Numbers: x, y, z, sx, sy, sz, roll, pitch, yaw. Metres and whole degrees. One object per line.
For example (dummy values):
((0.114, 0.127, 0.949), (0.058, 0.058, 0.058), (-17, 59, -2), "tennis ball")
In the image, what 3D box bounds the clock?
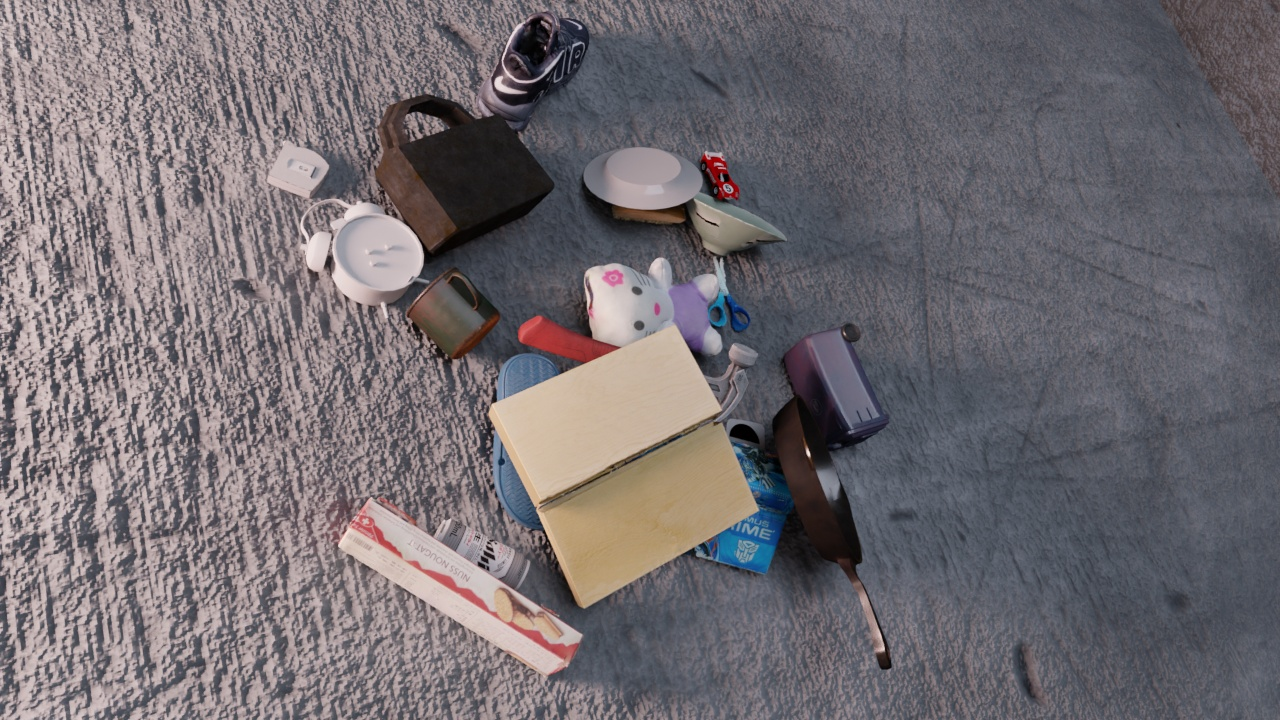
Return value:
((-0.335, -0.134, 1.107), (0.159, 0.061, 0.119), (43, 54, -4), "clock")

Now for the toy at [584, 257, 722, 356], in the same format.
((0.014, -0.068, 1.237), (0.209, 0.086, 0.137), (0, 86, -35), "toy")

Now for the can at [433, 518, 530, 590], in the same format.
((-0.179, 0.217, 1.021), (0.106, 0.044, 0.043), (29, 56, -12), "can")

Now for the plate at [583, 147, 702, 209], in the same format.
((0.004, -0.274, 1.329), (0.173, 0.019, 0.172), (2, 42, -2), "plate")

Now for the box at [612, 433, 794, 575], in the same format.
((0.076, 0.158, 1.155), (0.243, 0.075, 0.166), (18, 62, -14), "box")

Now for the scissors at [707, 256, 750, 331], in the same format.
((0.128, -0.102, 1.366), (0.073, 0.016, 0.134), (9, 57, -18), "scissors")

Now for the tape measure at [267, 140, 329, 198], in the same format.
((-0.423, -0.237, 1.138), (0.062, 0.020, 0.060), (22, 57, -16), "tape measure")

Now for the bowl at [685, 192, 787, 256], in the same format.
((0.126, -0.193, 1.368), (0.174, 0.068, 0.174), (24, 16, -8), "bowl")

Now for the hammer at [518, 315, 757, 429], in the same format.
((-0.007, 0.007, 1.167), (0.315, 0.126, 0.036), (16, 18, -25), "hammer")

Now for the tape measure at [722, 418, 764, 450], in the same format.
((0.141, 0.114, 1.257), (0.065, 0.017, 0.064), (15, 59, -20), "tape measure")

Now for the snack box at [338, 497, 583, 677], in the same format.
((-0.191, 0.245, 0.982), (0.273, 0.077, 0.044), (35, 51, -7), "snack box")

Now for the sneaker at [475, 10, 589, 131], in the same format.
((-0.137, -0.454, 1.317), (0.097, 0.151, 0.251), (35, 54, -7), "sneaker")

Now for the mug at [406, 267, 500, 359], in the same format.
((-0.218, -0.061, 1.100), (0.081, 0.111, 0.084), (45, 50, -3), "mug")

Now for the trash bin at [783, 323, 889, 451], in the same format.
((0.283, 0.042, 1.322), (0.092, 0.094, 0.160), (-13, 72, -26), "trash bin")

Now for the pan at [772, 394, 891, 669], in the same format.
((0.240, 0.213, 1.161), (0.248, 0.043, 0.355), (44, 28, -58), "pan")

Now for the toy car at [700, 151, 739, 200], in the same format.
((0.126, -0.288, 1.440), (0.038, 0.025, 0.089), (-2, 53, -28), "toy car")

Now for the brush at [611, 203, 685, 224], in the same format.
((0.007, -0.227, 1.347), (0.117, 0.039, 0.049), (3, 65, -27), "brush")

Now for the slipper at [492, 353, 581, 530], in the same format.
((-0.131, 0.098, 1.100), (0.103, 0.059, 0.213), (-4, 80, -21), "slipper")

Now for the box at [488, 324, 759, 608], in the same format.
((-0.013, 0.118, 1.076), (0.246, 0.076, 0.257), (-25, 93, -20), "box")

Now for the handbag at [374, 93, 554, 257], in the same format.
((-0.252, -0.252, 1.184), (0.196, 0.103, 0.199), (-34, 92, -43), "handbag")
